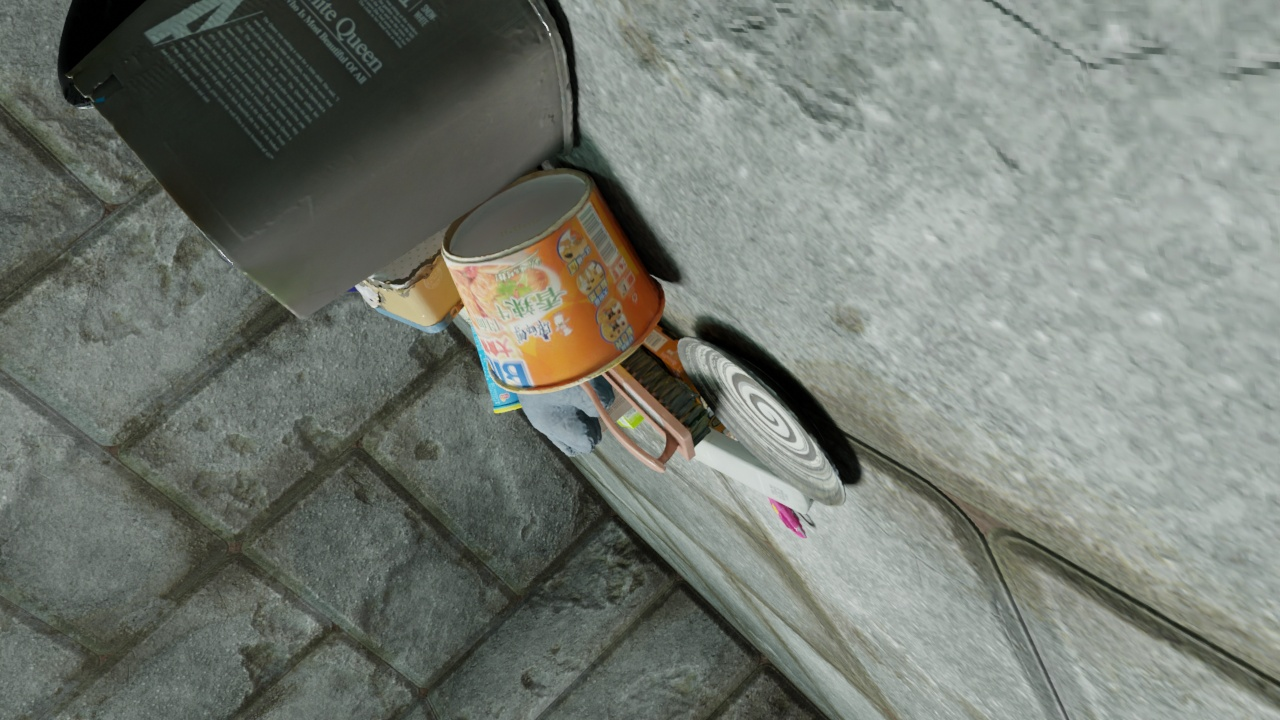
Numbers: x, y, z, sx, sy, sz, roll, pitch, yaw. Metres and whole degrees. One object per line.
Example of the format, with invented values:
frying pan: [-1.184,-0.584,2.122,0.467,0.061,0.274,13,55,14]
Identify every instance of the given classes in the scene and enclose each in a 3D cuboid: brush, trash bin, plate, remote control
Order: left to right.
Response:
trash bin: [-0.185,-0.162,0.561,0.199,0.219,0.199,48,170,8]
brush: [-0.008,0.030,0.807,0.145,0.073,0.063,43,169,22]
remote control: [0.092,0.092,0.844,0.150,0.021,0.058,25,158,28]
plate: [0.098,0.043,0.718,0.179,0.024,0.179,45,168,12]

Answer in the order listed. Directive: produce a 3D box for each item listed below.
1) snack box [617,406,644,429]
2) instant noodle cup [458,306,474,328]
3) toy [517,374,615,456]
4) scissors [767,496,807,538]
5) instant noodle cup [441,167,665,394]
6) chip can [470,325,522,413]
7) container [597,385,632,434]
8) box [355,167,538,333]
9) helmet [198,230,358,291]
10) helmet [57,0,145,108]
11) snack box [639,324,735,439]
snack box: [-0.061,0.031,1.303,0.156,0.026,0.086,49,170,-8]
instant noodle cup: [-0.132,-0.096,0.845,0.111,0.123,0.112,46,169,11]
toy: [-0.082,0.026,1.022,0.138,0.091,0.357,41,155,7]
scissors: [0.125,0.125,0.946,0.137,0.017,0.073,52,179,-4]
instant noodle cup: [-0.070,-0.065,0.683,0.151,0.151,0.111,34,155,52]
chip can: [-0.175,-0.045,1.133,0.071,0.071,0.210,-178,72,-76]
container: [-0.077,0.042,1.203,0.111,0.089,0.090,51,153,-3]
box: [-0.151,-0.112,0.750,0.090,0.183,0.061,23,152,32]
helmet: [-0.358,-0.191,1.059,0.240,0.246,0.316,17,157,-3]
helmet: [-0.425,-0.340,0.869,0.156,0.275,0.229,12,-130,-44]
snack box: [0.041,0.025,0.867,0.075,0.026,0.154,39,167,36]
